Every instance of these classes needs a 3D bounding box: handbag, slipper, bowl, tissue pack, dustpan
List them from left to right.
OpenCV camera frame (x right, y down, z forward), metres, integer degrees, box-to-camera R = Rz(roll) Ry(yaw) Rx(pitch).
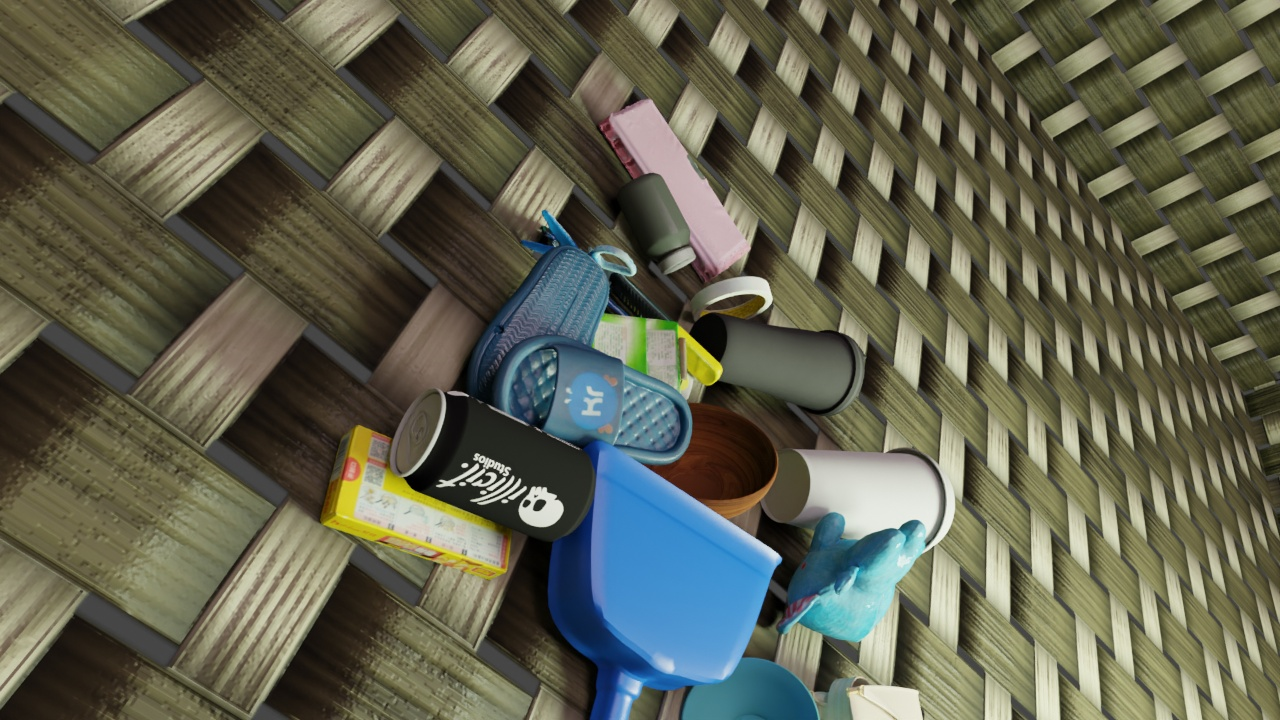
[{"bbox_3d":[-0.096,-0.017,0.846,0.103,0.059,0.213,34,59,-22],"label":"slipper"},{"bbox_3d":[-0.032,0.036,0.803,0.213,0.059,0.103,16,70,-36],"label":"slipper"},{"bbox_3d":[-0.005,0.005,0.917,0.099,0.034,0.113,6,57,-10],"label":"tissue pack"},{"bbox_3d":[0.005,0.238,0.768,0.245,0.060,0.257,36,52,-29],"label":"dustpan"},{"bbox_3d":[0.056,0.113,0.903,0.147,0.069,0.147,6,34,-4],"label":"bowl"},{"bbox_3d":[0.099,0.335,0.824,0.046,0.121,0.120,81,17,-47],"label":"bowl"},{"bbox_3d":[0.206,0.396,0.853,0.197,0.101,0.194,31,48,-48],"label":"handbag"}]

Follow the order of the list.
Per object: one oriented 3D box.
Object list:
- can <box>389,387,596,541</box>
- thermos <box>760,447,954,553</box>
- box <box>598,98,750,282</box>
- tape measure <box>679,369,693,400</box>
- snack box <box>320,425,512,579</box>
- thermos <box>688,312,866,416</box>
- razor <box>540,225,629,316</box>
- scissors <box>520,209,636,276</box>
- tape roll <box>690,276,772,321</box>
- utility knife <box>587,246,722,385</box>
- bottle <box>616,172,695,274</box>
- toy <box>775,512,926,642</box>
[{"bbox_3d":[-0.111,0.082,0.708,0.146,0.080,0.080,30,48,-32],"label":"can"},{"bbox_3d":[0.247,0.156,1.060,0.221,0.132,0.131,12,58,-33],"label":"thermos"},{"bbox_3d":[0.042,-0.210,1.132,0.233,0.041,0.098,54,47,-6],"label":"box"},{"bbox_3d":[0.025,0.015,0.974,0.065,0.017,0.064,40,34,-11],"label":"tape measure"},{"bbox_3d":[-0.168,0.113,0.715,0.152,0.025,0.075,29,48,-33],"label":"snack box"},{"bbox_3d":[0.159,0.000,1.077,0.218,0.106,0.105,12,58,-36],"label":"thermos"},{"bbox_3d":[-0.057,-0.083,0.958,0.141,0.018,0.044,47,5,-18],"label":"razor"},{"bbox_3d":[-0.058,-0.100,0.909,0.125,0.125,0.016,54,44,-32],"label":"scissors"},{"bbox_3d":[0.105,-0.067,1.059,0.094,0.094,0.019,8,62,-44],"label":"tape roll"},{"bbox_3d":[0.012,-0.048,0.983,0.198,0.029,0.020,44,30,-3],"label":"utility knife"},{"bbox_3d":[0.020,-0.156,1.053,0.060,0.060,0.108,-21,83,-50],"label":"bottle"},{"bbox_3d":[0.219,0.214,0.954,0.183,0.181,0.115,-12,52,-35],"label":"toy"}]
